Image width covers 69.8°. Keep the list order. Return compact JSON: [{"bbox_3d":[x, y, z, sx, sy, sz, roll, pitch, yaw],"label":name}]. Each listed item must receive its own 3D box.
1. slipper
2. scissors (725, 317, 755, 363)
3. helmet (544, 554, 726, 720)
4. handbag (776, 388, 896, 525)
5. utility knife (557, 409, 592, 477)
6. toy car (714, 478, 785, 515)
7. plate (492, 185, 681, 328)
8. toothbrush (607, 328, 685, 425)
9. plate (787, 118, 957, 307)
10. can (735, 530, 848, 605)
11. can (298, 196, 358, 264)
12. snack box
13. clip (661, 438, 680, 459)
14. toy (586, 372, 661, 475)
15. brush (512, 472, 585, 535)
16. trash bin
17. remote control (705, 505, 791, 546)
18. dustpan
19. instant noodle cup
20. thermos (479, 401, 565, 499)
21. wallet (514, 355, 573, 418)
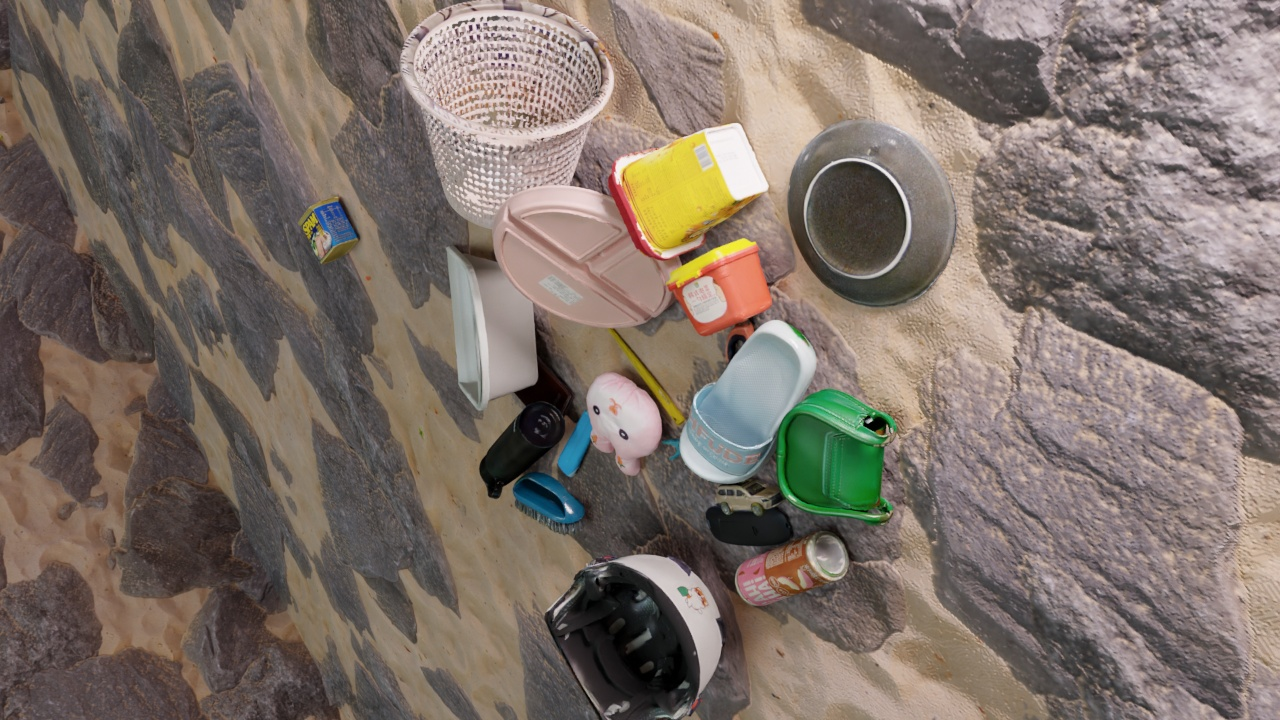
[{"bbox_3d":[0.108,0.057,0.997,0.104,0.074,0.246,46,136,18],"label":"slipper"},{"bbox_3d":[0.120,0.042,1.047,0.203,0.015,0.204,-21,95,51],"label":"scissors"},{"bbox_3d":[0.014,0.359,1.226,0.230,0.156,0.275,55,130,14],"label":"helmet"},{"bbox_3d":[0.204,0.100,0.941,0.120,0.067,0.131,19,124,40],"label":"handbag"},{"bbox_3d":[-0.075,0.095,1.289,0.034,0.018,0.217,39,136,11],"label":"utility knife"},{"bbox_3d":[0.129,0.160,1.078,0.091,0.042,0.035,-5,104,49],"label":"toy car"},{"bbox_3d":[-0.065,-0.109,1.055,0.229,0.028,0.230,13,148,8],"label":"plate"},{"bbox_3d":[-0.007,0.007,1.166,0.190,0.016,0.016,52,140,15],"label":"toothbrush"},{"bbox_3d":[0.204,-0.132,0.851,0.179,0.024,0.180,25,127,39],"label":"plate"},{"bbox_3d":[0.173,0.242,1.060,0.058,0.057,0.148,59,141,7],"label":"can"},{"bbox_3d":[-0.549,-0.227,1.615,0.102,0.057,0.083,-25,93,52],"label":"can"},{"bbox_3d":[0.085,-0.074,0.967,0.091,0.081,0.080,-23,91,49],"label":"snack box"},{"bbox_3d":[0.050,0.110,1.162,0.056,0.013,0.038,-20,95,53],"label":"clip"},{"bbox_3d":[-0.024,0.088,1.205,0.121,0.054,0.160,39,142,24],"label":"toy"},{"bbox_3d":[-0.142,0.209,1.396,0.144,0.055,0.074,20,124,41],"label":"brush"},{"bbox_3d":[-0.153,-0.265,1.051,0.227,0.227,0.193,47,151,21],"label":"trash bin"},{"bbox_3d":[0.125,0.203,1.119,0.137,0.024,0.053,-11,101,50],"label":"remote control"},{"bbox_3d":[-0.244,-0.042,1.290,0.258,0.142,0.223,8,106,42],"label":"dustpan"},{"bbox_3d":[0.052,-0.178,0.937,0.124,0.116,0.116,-23,93,39],"label":"instant noodle cup"},{"bbox_3d":[-0.183,0.143,1.369,0.243,0.068,0.089,135,145,-57],"label":"thermos"},{"bbox_3d":[-0.151,0.039,1.345,0.122,0.020,0.097,46,138,18],"label":"wallet"}]
